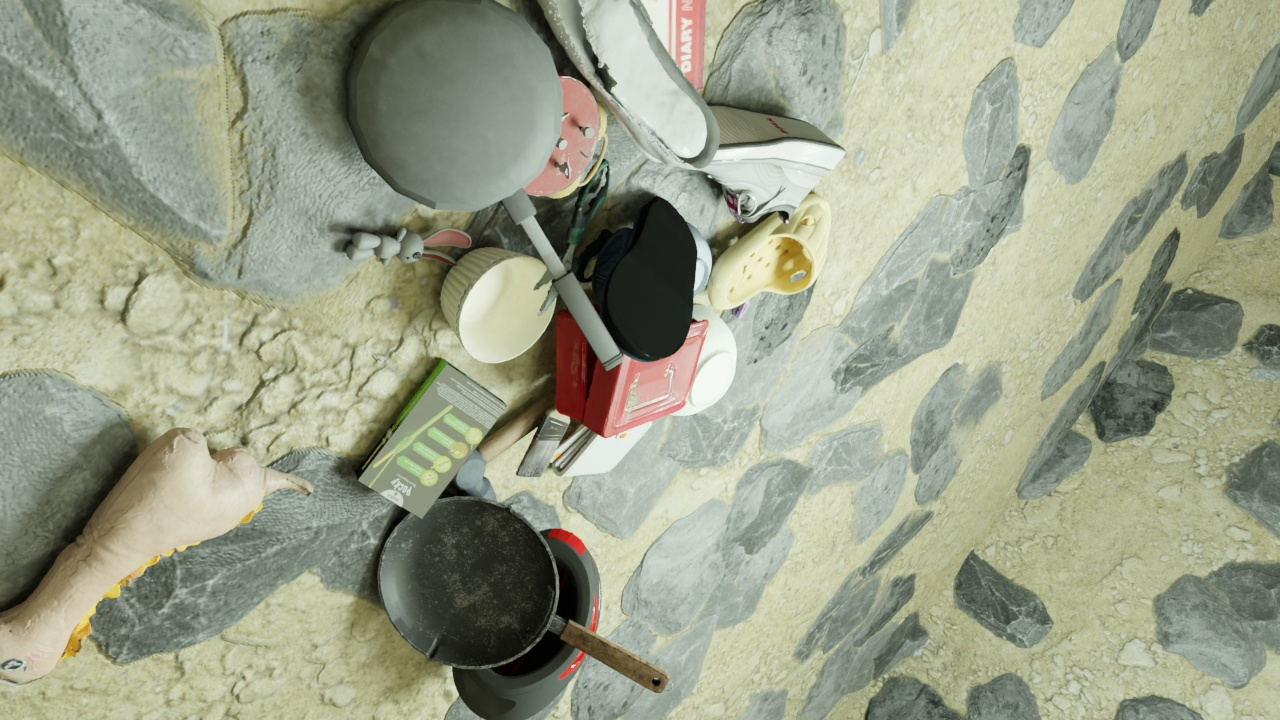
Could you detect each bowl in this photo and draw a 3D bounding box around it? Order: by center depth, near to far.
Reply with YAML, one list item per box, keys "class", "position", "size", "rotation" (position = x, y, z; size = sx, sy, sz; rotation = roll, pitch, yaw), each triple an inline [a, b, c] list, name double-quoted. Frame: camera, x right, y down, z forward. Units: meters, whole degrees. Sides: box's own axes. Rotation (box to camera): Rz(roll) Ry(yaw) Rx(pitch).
- class: "bowl"
  position: [-0.148, -0.062, 0.913]
  size: [0.115, 0.062, 0.115]
  rotation: [-28, 136, -32]
- class: "bowl"
  position: [0.049, -0.106, 1.109]
  size: [0.114, 0.045, 0.114]
  rotation: [-28, 136, -31]
- class: "bowl"
  position: [0.071, 0.010, 1.203]
  size: [0.153, 0.073, 0.154]
  rotation: [-29, 137, -32]

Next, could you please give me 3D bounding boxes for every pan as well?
- class: "pan"
  position: [-0.106, -0.136, 0.779]
  size: [0.178, 0.041, 0.357]
  rotation: [-31, 113, -1]
- class: "pan"
  position: [-0.122, 0.281, 1.031]
  size: [0.208, 0.357, 0.040]
  rotation: [-61, -177, 10]

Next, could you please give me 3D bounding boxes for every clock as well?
- class: "clock"
  position: [-0.085, -0.208, 0.853]
  size: [0.158, 0.081, 0.117]
  rotation: [17, 105, -52]

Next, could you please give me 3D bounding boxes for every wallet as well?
- class: "wallet"
  position: [-0.057, 0.101, 1.140]
  size: [0.115, 0.037, 0.119]
  rotation: [2, 136, -48]

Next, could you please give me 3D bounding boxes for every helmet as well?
- class: "helmet"
  position: [-0.137, 0.324, 1.140]
  size: [0.264, 0.164, 0.170]
  rotation: [-61, 173, -2]

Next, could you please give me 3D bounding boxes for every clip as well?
- class: "clip"
  position: [0.140, -0.076, 1.246]
  size: [0.014, 0.042, 0.052]
  rotation: [-34, 125, -29]

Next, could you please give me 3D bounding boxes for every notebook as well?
- class: "notebook"
  position: [0.010, -0.355, 0.901]
  size: [0.152, 0.012, 0.209]
  rotation: [-26, 134, -31]

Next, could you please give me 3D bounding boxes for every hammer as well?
- class: "hammer"
  position: [-0.095, 0.043, 1.079]
  size: [0.321, 0.040, 0.129]
  rotation: [-36, 136, -24]

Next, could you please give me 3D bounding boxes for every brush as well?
- class: "brush"
  position: [-0.097, 0.069, 1.055]
  size: [0.039, 0.012, 0.151]
  rotation: [26, 90, -47]

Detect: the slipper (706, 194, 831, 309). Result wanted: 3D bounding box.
- class: "slipper"
  position: [0.192, -0.137, 1.206]
  size: [0.260, 0.079, 0.111]
  rotation: [-32, 137, -35]

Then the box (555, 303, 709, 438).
- class: "box"
  position: [-0.017, 0.001, 1.039]
  size: [0.157, 0.112, 0.135]
  rotation: [-15, 123, -49]

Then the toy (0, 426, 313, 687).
- class: "toy"
  position: [-0.429, 0.177, 0.788]
  size: [0.264, 0.065, 0.196]
  rotation: [-53, 138, 0]

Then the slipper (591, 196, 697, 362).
- class: "slipper"
  position: [-0.005, -0.076, 0.976]
  size: [0.084, 0.264, 0.109]
  rotation: [-31, 115, 29]

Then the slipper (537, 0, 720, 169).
- class: "slipper"
  position: [-0.013, -0.275, 0.862]
  size: [0.247, 0.075, 0.112]
  rotation: [43, 55, -42]

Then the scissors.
- class: "scissors"
  position: [-0.064, -0.099, 0.952]
  size: [0.142, 0.015, 0.209]
  rotation: [82, 27, -53]

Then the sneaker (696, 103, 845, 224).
- class: "sneaker"
  position: [0.118, -0.218, 1.065]
  size: [0.262, 0.096, 0.129]
  rotation: [-5, 131, -41]

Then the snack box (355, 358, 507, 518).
- class: "snack box"
  position: [-0.216, 0.081, 0.951]
  size: [0.080, 0.025, 0.147]
  rotation: [38, 87, -25]

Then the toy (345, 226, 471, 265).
- class: "toy"
  position: [-0.212, -0.103, 0.837]
  size: [0.111, 0.030, 0.049]
  rotation: [-6, 150, -43]
